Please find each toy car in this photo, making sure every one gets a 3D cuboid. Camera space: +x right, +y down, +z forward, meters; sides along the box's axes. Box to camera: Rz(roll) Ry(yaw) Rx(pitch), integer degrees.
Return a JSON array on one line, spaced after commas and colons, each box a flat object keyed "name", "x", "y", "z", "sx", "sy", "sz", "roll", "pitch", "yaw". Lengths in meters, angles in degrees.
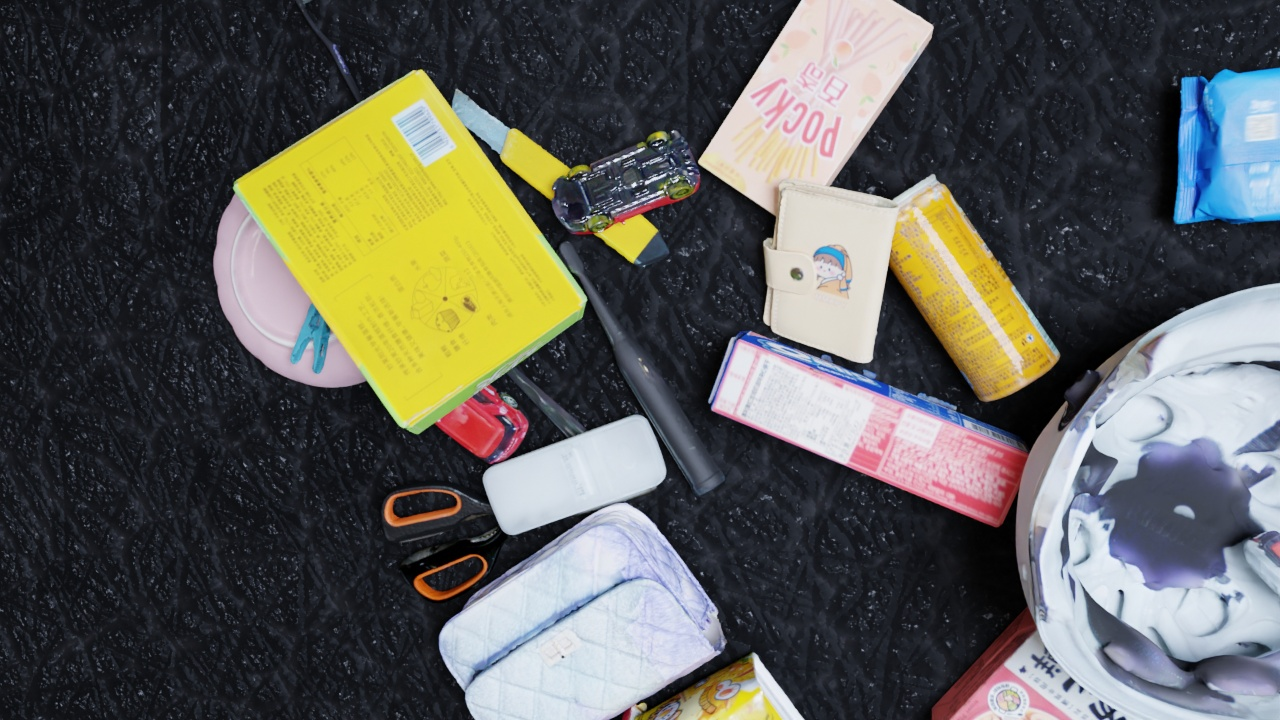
[{"name": "toy car", "x": -0.143, "y": 0.030, "z": 0.708, "sx": 0.120, "sy": 0.045, "sz": 0.053, "roll": 37, "pitch": 102, "yaw": 9}, {"name": "toy car", "x": -0.011, "y": -0.124, "z": 0.653, "sx": 0.106, "sy": 0.031, "sz": 0.049, "roll": -22, "pitch": 75, "yaw": 0}]

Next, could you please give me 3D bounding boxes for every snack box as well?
[{"name": "snack box", "x": -0.160, "y": -0.075, "z": 0.658, "sx": 0.157, "sy": 0.070, "sz": 0.210, "roll": -35, "pitch": 88, "yaw": -9}, {"name": "snack box", "x": 0.153, "y": 0.042, "z": 0.629, "sx": 0.207, "sy": 0.057, "sz": 0.058, "roll": 22, "pitch": 104, "yaw": 10}, {"name": "snack box", "x": 0.287, "y": 0.250, "z": 0.627, "sx": 0.127, "sy": 0.044, "sz": 0.113, "roll": 37, "pitch": 104, "yaw": 7}, {"name": "snack box", "x": 0.118, "y": -0.177, "z": 0.626, "sx": 0.084, "sy": 0.026, "sz": 0.157, "roll": 35, "pitch": 103, "yaw": 8}]

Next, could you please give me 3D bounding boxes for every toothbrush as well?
[{"name": "toothbrush", "x": -0.228, "y": -0.224, "z": 0.714, "sx": 0.017, "sy": 0.014, "sz": 0.189, "roll": -29, "pitch": 89, "yaw": 3}, {"name": "toothbrush", "x": -0.095, "y": 0.014, "z": 0.709, "sx": 0.181, "sy": 0.018, "sz": 0.016, "roll": 43, "pitch": 101, "yaw": 4}, {"name": "toothbrush", "x": -0.004, "y": 0.004, "z": 0.680, "sx": 0.212, "sy": 0.026, "sz": 0.027, "roll": 58, "pitch": 150, "yaw": 3}]

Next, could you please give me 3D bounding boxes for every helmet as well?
[{"name": "helmet", "x": 0.339, "y": 0.085, "z": 0.542, "sx": 0.229, "sy": 0.146, "sz": 0.259, "roll": 23, "pitch": 94, "yaw": 8}]

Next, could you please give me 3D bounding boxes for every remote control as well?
[{"name": "remote control", "x": -0.050, "y": 0.086, "z": 0.688, "sx": 0.136, "sy": 0.020, "sz": 0.056, "roll": -21, "pitch": 91, "yaw": 10}]

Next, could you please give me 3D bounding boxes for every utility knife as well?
[{"name": "utility knife", "x": -0.063, "y": -0.136, "z": 0.681, "sx": 0.207, "sy": 0.015, "sz": 0.033, "roll": 38, "pitch": 83, "yaw": 7}]

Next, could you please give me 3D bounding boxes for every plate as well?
[{"name": "plate", "x": -0.261, "y": -0.071, "z": 0.727, "sx": 0.192, "sy": 0.039, "sz": 0.192, "roll": 2, "pitch": 97, "yaw": 14}]

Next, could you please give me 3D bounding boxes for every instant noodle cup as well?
[{"name": "instant noodle cup", "x": 0.056, "y": 0.285, "z": 0.661, "sx": 0.124, "sy": 0.116, "sz": 0.116, "roll": -37, "pitch": 87, "yaw": 4}]

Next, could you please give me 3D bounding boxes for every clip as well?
[{"name": "clip", "x": -0.250, "y": -0.019, "z": 0.702, "sx": 0.040, "sy": 0.014, "sz": 0.056, "roll": 21, "pitch": 101, "yaw": 10}]

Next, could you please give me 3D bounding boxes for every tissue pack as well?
[{"name": "tissue pack", "x": 0.403, "y": -0.130, "z": 0.547, "sx": 0.157, "sy": 0.052, "sz": 0.095, "roll": -3, "pitch": 94, "yaw": 14}]

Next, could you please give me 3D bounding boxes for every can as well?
[{"name": "can", "x": 0.210, "y": -0.047, "z": 0.602, "sx": 0.058, "sy": 0.058, "sz": 0.146, "roll": -34, "pitch": 88, "yaw": 15}]

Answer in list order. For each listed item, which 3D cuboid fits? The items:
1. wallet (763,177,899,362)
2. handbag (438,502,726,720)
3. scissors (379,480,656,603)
[{"name": "wallet", "x": 0.121, "y": -0.060, "z": 0.615, "sx": 0.087, "sy": 0.024, "sz": 0.115, "roll": 21, "pitch": 130, "yaw": 28}, {"name": "handbag", "x": -0.050, "y": 0.208, "z": 0.689, "sx": 0.194, "sy": 0.075, "sz": 0.134, "roll": -37, "pitch": 92, "yaw": 16}, {"name": "scissors", "x": -0.094, "y": 0.134, "z": 0.726, "sx": 0.234, "sy": 0.021, "sz": 0.162, "roll": 6, "pitch": 105, "yaw": 7}]
